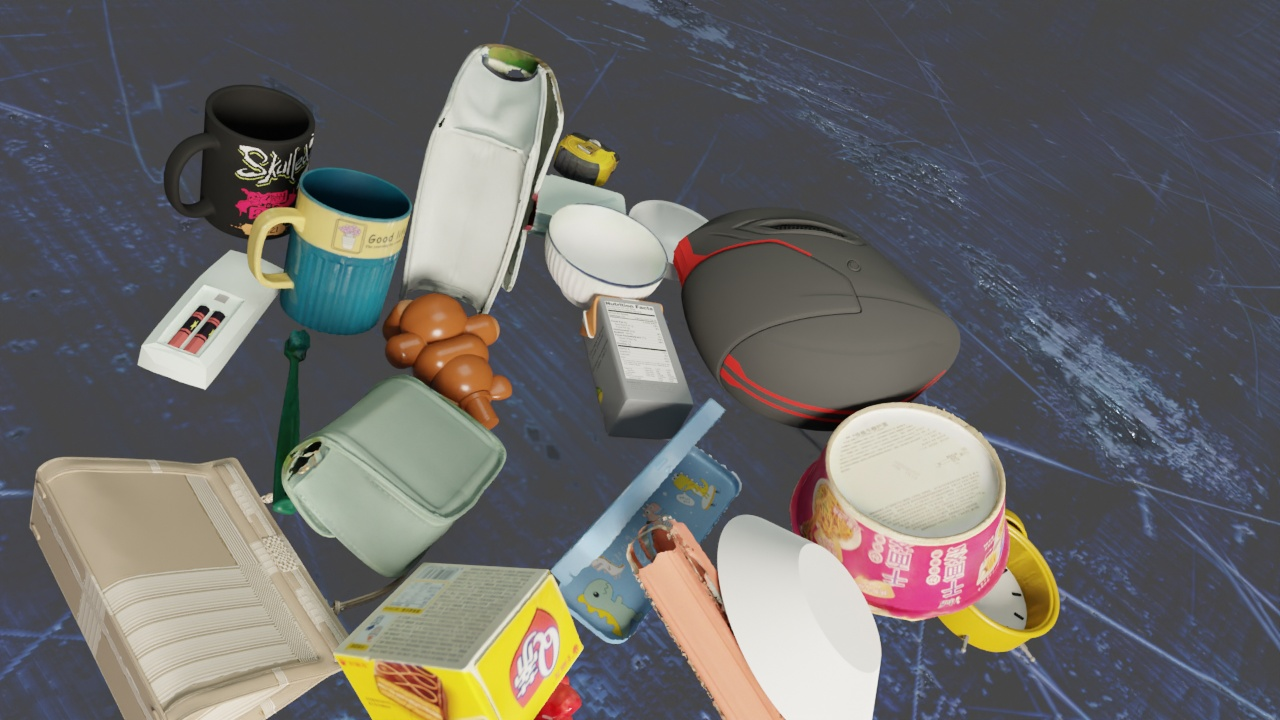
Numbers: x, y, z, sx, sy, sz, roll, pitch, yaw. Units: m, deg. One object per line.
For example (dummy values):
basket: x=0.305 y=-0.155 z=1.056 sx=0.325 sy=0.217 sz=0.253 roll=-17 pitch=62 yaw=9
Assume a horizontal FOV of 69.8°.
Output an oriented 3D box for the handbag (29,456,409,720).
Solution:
handbag: x=-0.225 y=0.121 z=0.555 sx=0.197 sy=0.062 sz=0.175 roll=-13 pitch=52 yaw=-48

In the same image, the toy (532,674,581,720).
toy: x=-0.061 y=0.238 z=0.524 sx=0.088 sy=0.094 sz=0.132 roll=-21 pitch=20 yaw=6

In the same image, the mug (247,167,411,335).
mug: x=-0.242 y=-0.083 z=0.702 sx=0.113 sy=0.107 sz=0.083 roll=-8 pitch=44 yaw=-44

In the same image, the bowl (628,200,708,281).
bowl: x=0.032 y=-0.116 z=0.952 sx=0.110 sy=0.041 sz=0.109 roll=15 pitch=41 yaw=-14

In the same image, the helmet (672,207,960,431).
helmet: x=0.155 y=-0.023 z=0.825 sx=0.264 sy=0.165 sz=0.169 roll=10 pitch=54 yaw=-5

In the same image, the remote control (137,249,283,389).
remote control: x=-0.317 y=-0.037 z=0.688 sx=0.049 sy=0.024 sz=0.143 roll=21 pitch=40 yaw=-7

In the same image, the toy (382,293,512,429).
toy: x=-0.149 y=0.003 z=0.722 sx=0.094 sy=0.065 sz=0.127 roll=-18 pitch=66 yaw=-31

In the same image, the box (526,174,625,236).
box: x=-0.110 y=-0.156 z=0.914 sx=0.198 sy=0.066 sz=0.083 roll=11 pitch=23 yaw=-21

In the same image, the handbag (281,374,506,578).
handbag: x=-0.159 y=0.071 z=0.601 sx=0.106 sy=0.067 sz=0.121 roll=41 pitch=22 yaw=-4

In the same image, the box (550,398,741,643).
box: x=0.019 y=0.109 z=0.681 sx=0.078 sy=0.074 sz=0.208 roll=39 pitch=41 yaw=7

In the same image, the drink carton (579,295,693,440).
drink carton: x=-0.005 y=0.005 z=0.797 sx=0.076 sy=0.049 sz=0.124 roll=6 pitch=44 yaw=-24

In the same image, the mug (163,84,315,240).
mug: x=-0.331 y=-0.158 z=0.751 sx=0.082 sy=0.098 sz=0.117 roll=42 pitch=42 yaw=17

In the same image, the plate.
plate: x=0.123 y=0.178 z=0.635 sx=0.174 sy=0.036 sz=0.173 roll=40 pitch=29 yaw=-28

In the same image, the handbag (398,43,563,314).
handbag: x=-0.132 y=-0.144 z=0.772 sx=0.096 sy=0.199 sz=0.141 roll=17 pitch=43 yaw=-9

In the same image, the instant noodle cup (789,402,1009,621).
instant noodle cup: x=0.213 y=0.108 z=0.737 sx=0.178 sy=0.078 sz=0.178 roll=-1 pitch=45 yaw=1

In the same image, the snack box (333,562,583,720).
snack box: x=-0.101 y=0.165 z=0.521 sx=0.106 sy=0.061 sz=0.083 roll=-6 pitch=25 yaw=33

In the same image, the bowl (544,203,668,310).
bowl: x=-0.039 y=-0.088 z=0.866 sx=0.118 sy=0.062 sz=0.117 roll=16 pitch=41 yaw=-15

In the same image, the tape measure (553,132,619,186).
tape measure: x=-0.062 y=-0.224 z=1.019 sx=0.065 sy=0.037 sz=0.064 roll=32 pitch=40 yaw=6

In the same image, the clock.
clock: x=0.289 y=0.174 z=0.779 sx=0.113 sy=0.052 sz=0.151 roll=12 pitch=47 yaw=-17

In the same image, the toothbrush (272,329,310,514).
toothbrush: x=-0.239 y=0.035 z=0.632 sx=0.016 sy=0.017 sz=0.189 roll=21 pitch=26 yaw=-30

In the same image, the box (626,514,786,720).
box: x=0.058 y=0.183 z=0.605 sx=0.188 sy=0.058 sz=0.062 roll=59 pitch=13 yaw=3
